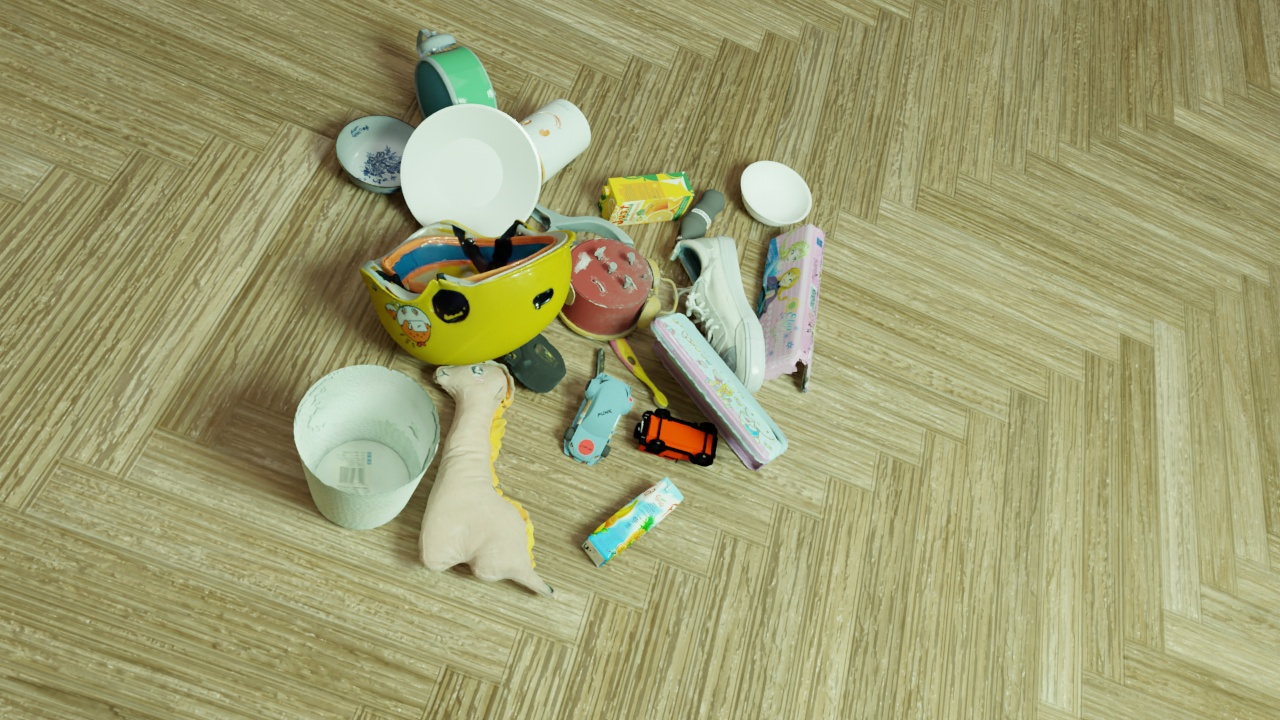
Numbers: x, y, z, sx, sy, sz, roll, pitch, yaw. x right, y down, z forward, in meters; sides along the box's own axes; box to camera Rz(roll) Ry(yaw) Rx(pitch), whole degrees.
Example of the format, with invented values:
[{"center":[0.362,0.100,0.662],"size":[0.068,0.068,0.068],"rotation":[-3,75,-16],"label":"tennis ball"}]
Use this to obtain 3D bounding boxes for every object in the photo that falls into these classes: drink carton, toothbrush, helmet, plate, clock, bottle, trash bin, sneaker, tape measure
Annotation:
[{"center":[0.004,-0.220,1.254],"size":[0.122,0.058,0.041],"rotation":[-9,67,-23],"label":"drink carton"},{"center":[-0.007,0.183,1.048],"size":[0.128,0.044,0.038],"rotation":[-34,78,-29],"label":"drink carton"},{"center":[-0.007,0.007,1.158],"size":[0.021,0.016,0.135],"rotation":[-27,70,-26],"label":"toothbrush"},{"center":[-0.181,-0.067,1.037],"size":[0.240,0.140,0.208],"rotation":[2,26,18],"label":"helmet"},{"center":[-0.215,-0.234,1.158],"size":[0.173,0.036,0.174],"rotation":[-6,109,-17],"label":"plate"},{"center":[-0.028,-0.094,1.155],"size":[0.158,0.081,0.117],"rotation":[9,55,-11],"label":"clock"},{"center":[0.081,-0.197,1.281],"size":[0.036,0.036,0.109],"rotation":[36,58,2],"label":"bottle"},{"center":[-0.248,-0.360,1.201],"size":[0.075,0.122,0.161],"rotation":[-26,82,-27],"label":"clock"},{"center":[-0.279,0.099,0.930],"size":[0.133,0.162,0.133],"rotation":[8,61,-15],"label":"trash bin"},{"center":[0.094,-0.060,1.191],"size":[0.090,0.090,0.241],"rotation":[-2,58,-15],"label":"sneaker"},{"center":[-0.124,0.002,1.092],"size":[0.072,0.042,0.071],"rotation":[44,21,-6],"label":"tape measure"}]

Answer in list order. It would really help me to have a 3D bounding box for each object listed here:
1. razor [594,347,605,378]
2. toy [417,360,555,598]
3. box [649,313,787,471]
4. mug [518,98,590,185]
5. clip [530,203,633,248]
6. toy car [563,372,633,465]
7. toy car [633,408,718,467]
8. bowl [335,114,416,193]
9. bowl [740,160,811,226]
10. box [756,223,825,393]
[{"center":[-0.052,0.031,1.127],"size":[0.042,0.026,0.105],"rotation":[11,56,-11],"label":"razor"},{"center":[-0.163,0.123,1.024],"size":[0.196,0.065,0.263],"rotation":[23,51,-17],"label":"toy"},{"center":[0.094,0.036,1.108],"size":[0.062,0.140,0.214],"rotation":[-39,79,-2],"label":"box"},{"center":[-0.129,-0.291,1.233],"size":[0.082,0.082,0.105],"rotation":[41,57,5],"label":"mug"},{"center":[-0.091,-0.157,1.207],"size":[0.162,0.027,0.090],"rotation":[18,57,-8],"label":"clip"},{"center":[-0.049,0.070,1.076],"size":[0.060,0.027,0.107],"rotation":[27,84,-11],"label":"toy car"},{"center":[0.043,0.096,1.108],"size":[0.100,0.049,0.051],"rotation":[17,59,-10],"label":"toy car"},{"center":[-0.329,-0.253,1.166],"size":[0.114,0.045,0.114],"rotation":[8,61,-15],"label":"bowl"},{"center":[0.190,-0.233,1.335],"size":[0.110,0.041,0.109],"rotation":[8,61,-15],"label":"bowl"},{"center":[0.217,-0.067,1.246],"size":[0.090,0.085,0.229],"rotation":[35,53,-32],"label":"box"}]
